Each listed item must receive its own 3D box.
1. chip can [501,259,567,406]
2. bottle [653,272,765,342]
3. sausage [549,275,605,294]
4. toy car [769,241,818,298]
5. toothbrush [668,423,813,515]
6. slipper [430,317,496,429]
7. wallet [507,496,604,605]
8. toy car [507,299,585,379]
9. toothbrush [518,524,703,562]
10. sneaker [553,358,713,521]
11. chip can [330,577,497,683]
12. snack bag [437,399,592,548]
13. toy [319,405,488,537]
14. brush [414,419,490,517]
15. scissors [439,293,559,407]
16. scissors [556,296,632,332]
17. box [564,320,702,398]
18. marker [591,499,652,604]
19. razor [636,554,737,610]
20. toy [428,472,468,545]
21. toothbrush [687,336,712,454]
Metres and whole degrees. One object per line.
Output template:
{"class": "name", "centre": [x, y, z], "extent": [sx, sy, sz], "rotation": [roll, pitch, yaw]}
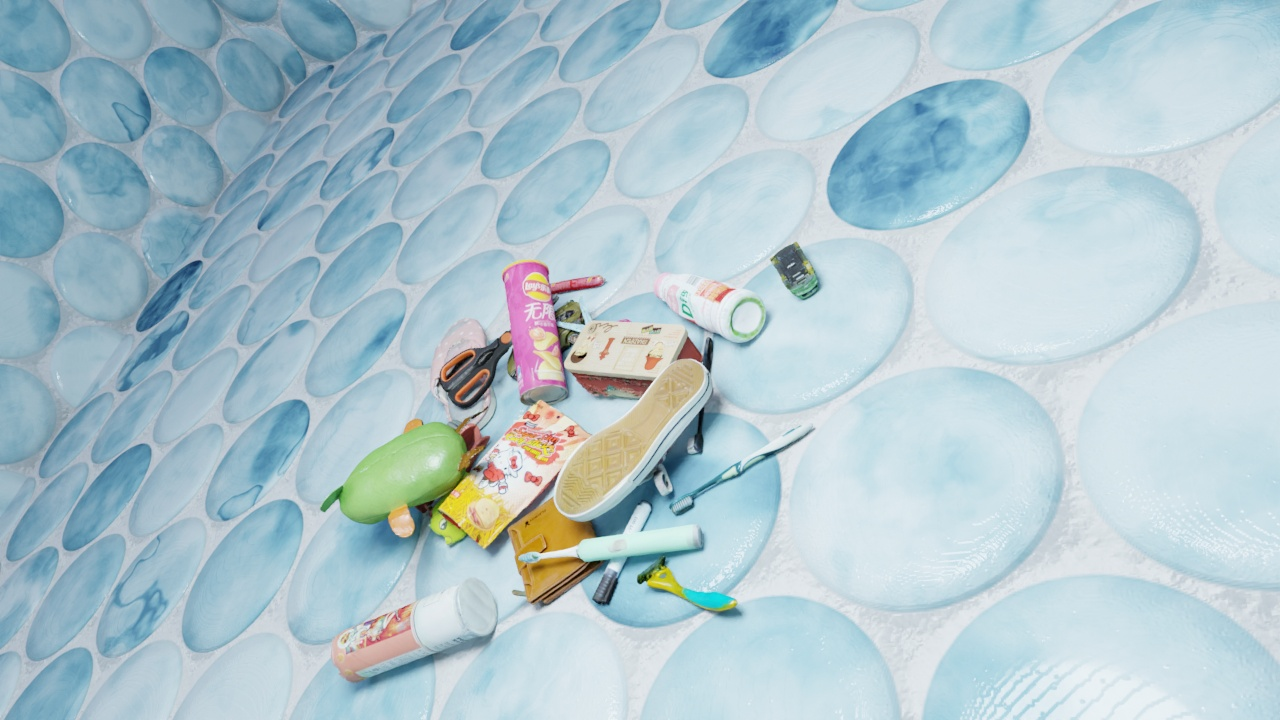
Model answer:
{"class": "chip can", "centre": [-0.154, -0.041, 1.333], "extent": [0.072, 0.071, 0.210], "rotation": [-24, 61, 24]}
{"class": "bottle", "centre": [0.083, -0.078, 1.218], "extent": [0.068, 0.068, 0.197], "rotation": [-49, 34, -9]}
{"class": "sausage", "centre": [-0.113, -0.121, 1.474], "extent": [0.156, 0.020, 0.020], "rotation": [-6, 50, 39]}
{"class": "toy car", "centre": [0.197, -0.115, 1.171], "extent": [0.043, 0.036, 0.091], "rotation": [-33, 39, 14]}
{"class": "toothbrush", "centre": [0.113, 0.123, 1.034], "extent": [0.192, 0.016, 0.018], "rotation": [-33, 48, 14]}
{"class": "slipper", "centre": [-0.289, 0.015, 1.471], "extent": [0.114, 0.054, 0.274], "rotation": [-34, 39, 11]}
{"class": "wallet", "centre": [-0.109, 0.229, 1.122], "extent": [0.119, 0.035, 0.130], "rotation": [-33, 38, 2]}
{"class": "toy car", "centre": [-0.145, -0.030, 1.398], "extent": [0.158, 0.042, 0.070], "rotation": [-38, 37, 10]}
{"class": "toothbrush", "centre": [-0.036, 0.212, 1.040], "extent": [0.225, 0.027, 0.026], "rotation": [-11, 72, 21]}
{"class": "sneaker", "centre": [0.003, 0.106, 1.091], "extent": [0.240, 0.088, 0.118], "rotation": [-46, 51, -11]}
{"class": "chip can", "centre": [-0.283, 0.337, 1.138], "extent": [0.215, 0.071, 0.071], "rotation": [-26, 40, 22]}
{"class": "snack bag", "centre": [-0.169, 0.149, 1.224], "extent": [0.129, 0.073, 0.207], "rotation": [26, 67, 43]}
{"class": "toy", "centre": [-0.308, 0.149, 1.245], "extent": [0.247, 0.090, 0.226], "rotation": [-26, 33, 10]}
{"class": "brush", "centre": [-0.279, 0.154, 1.329], "extent": [0.069, 0.063, 0.145], "rotation": [28, 71, 20]}
{"class": "scissors", "centre": [-0.201, -0.012, 1.391], "extent": [0.235, 0.022, 0.136], "rotation": [-25, 59, 10]}
{"class": "scissors", "centre": [-0.063, -0.045, 1.330], "extent": [0.125, 0.017, 0.133], "rotation": [-26, 59, 11]}
{"class": "box", "centre": [-0.007, 0.007, 1.216], "extent": [0.169, 0.079, 0.091], "rotation": [4, 56, 37]}
{"class": "marker", "centre": [-0.019, 0.220, 1.057], "extent": [0.023, 0.018, 0.130], "rotation": [17, 65, 26]}
{"class": "razor", "centre": [0.053, 0.240, 0.962], "extent": [0.043, 0.028, 0.133], "rotation": [-28, 22, -36]}
{"class": "toy", "centre": [-0.249, 0.202, 1.269], "extent": [0.100, 0.031, 0.096], "rotation": [-27, 52, 7]}
{"class": "toothbrush", "centre": [0.077, 0.040, 1.147], "extent": [0.018, 0.015, 0.180], "rotation": [-24, 41, 37]}
